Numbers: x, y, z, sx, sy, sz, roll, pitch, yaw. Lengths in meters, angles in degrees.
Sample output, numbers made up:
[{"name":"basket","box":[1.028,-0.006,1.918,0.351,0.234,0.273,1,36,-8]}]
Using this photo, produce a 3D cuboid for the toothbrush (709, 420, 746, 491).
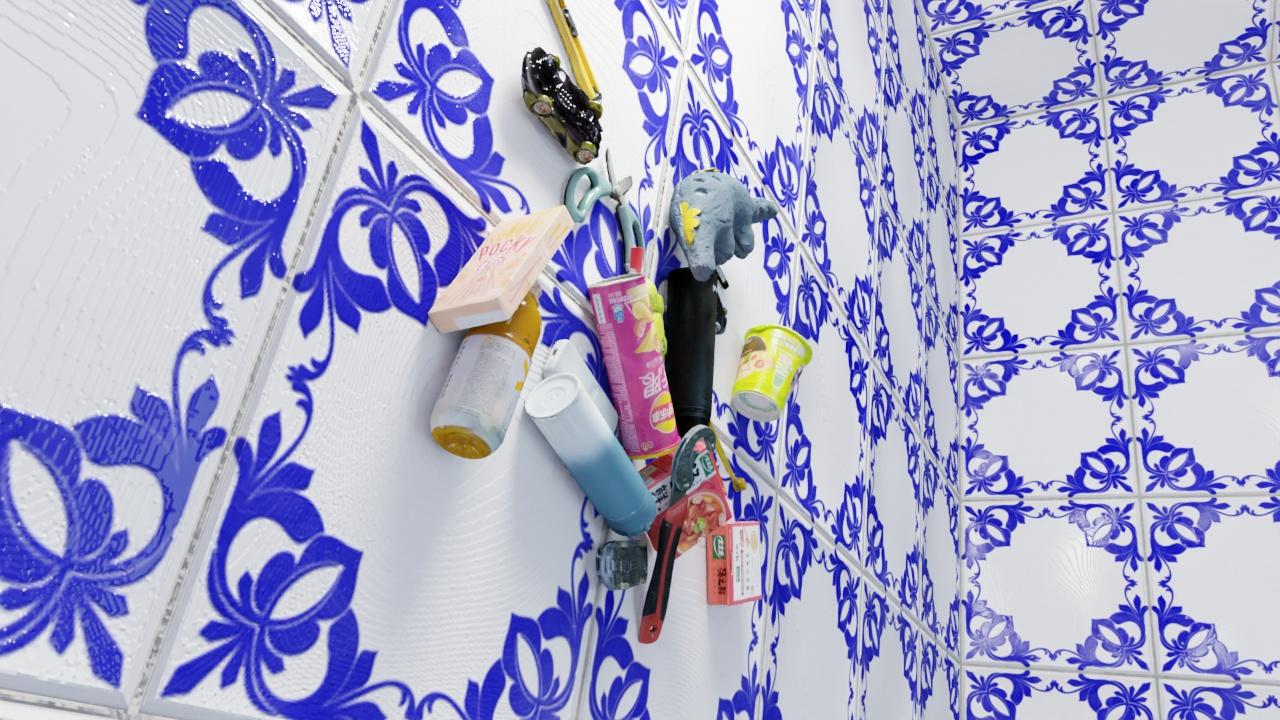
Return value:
[{"name":"toothbrush","box":[0.121,0.135,1.322,0.190,0.017,0.015,62,32,-44]}]

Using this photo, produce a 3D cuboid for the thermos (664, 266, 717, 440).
[{"name":"thermos","box":[0.063,0.003,1.226,0.090,0.068,0.242,96,-2,-76]}]

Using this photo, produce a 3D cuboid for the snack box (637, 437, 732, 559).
[{"name":"snack box","box":[0.058,0.165,1.135,0.127,0.044,0.113,-33,117,-22]}]

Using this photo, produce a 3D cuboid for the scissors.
[{"name":"scissors","box":[-0.036,-0.167,1.116,0.170,0.019,0.170,-45,122,-56]}]

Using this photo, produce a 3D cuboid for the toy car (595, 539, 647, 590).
[{"name":"toy car","box":[-0.020,0.233,1.053,0.120,0.037,0.054,24,63,-69]}]

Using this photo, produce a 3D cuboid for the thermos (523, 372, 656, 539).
[{"name":"thermos","box":[-0.048,0.109,0.998,0.220,0.070,0.070,61,37,-37]}]

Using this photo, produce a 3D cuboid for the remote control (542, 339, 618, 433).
[{"name":"remote control","box":[-0.065,0.039,1.020,0.136,0.020,0.055,59,37,-37]}]

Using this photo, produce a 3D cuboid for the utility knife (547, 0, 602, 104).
[{"name":"utility knife","box":[-0.088,-0.394,1.066,0.216,0.015,0.033,66,31,-29]}]

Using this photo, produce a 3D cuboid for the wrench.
[{"name":"wrench","box":[0.038,0.209,1.093,0.056,0.016,0.273,11,95,-40]}]

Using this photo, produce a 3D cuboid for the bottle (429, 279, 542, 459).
[{"name":"bottle","box":[-0.136,-0.001,0.852,0.068,0.068,0.189,54,41,-42]}]

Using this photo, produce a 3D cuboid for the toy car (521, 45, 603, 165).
[{"name":"toy car","box":[-0.087,-0.281,1.019,0.158,0.042,0.070,43,49,-51]}]

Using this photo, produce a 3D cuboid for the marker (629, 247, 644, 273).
[{"name":"marker","box":[-0.009,-0.066,1.125,0.017,0.017,0.145,4,90,-61]}]

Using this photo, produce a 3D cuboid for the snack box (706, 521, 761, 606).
[{"name":"snack box","box":[0.128,0.285,1.297,0.127,0.044,0.113,17,71,-60]}]

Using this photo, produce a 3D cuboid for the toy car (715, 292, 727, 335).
[{"name":"toy car","box":[0.097,-0.084,1.324,0.106,0.031,0.048,66,35,-27]}]

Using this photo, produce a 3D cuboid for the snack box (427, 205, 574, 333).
[{"name":"snack box","box":[-0.129,-0.088,0.865,0.026,0.085,0.156,60,36,-30]}]

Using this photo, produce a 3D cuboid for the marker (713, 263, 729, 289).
[{"name":"marker","box":[0.108,-0.146,1.376,0.124,0.015,0.018,53,43,-48]}]

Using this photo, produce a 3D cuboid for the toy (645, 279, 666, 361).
[{"name":"toy","box":[0.011,-0.048,1.165,0.097,0.031,0.100,53,37,-43]}]

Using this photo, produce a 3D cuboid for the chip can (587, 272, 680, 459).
[{"name":"chip can","box":[-0.006,0.006,1.080,0.071,0.072,0.210,-29,110,-59]}]

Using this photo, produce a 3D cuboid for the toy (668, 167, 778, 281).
[{"name":"toy","box":[0.108,-0.202,1.286,0.138,0.092,0.355,49,31,1]}]

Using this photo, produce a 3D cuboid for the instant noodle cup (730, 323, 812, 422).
[{"name":"instant noodle cup","box":[0.195,0.025,1.413,0.112,0.112,0.123,56,47,-40]}]
